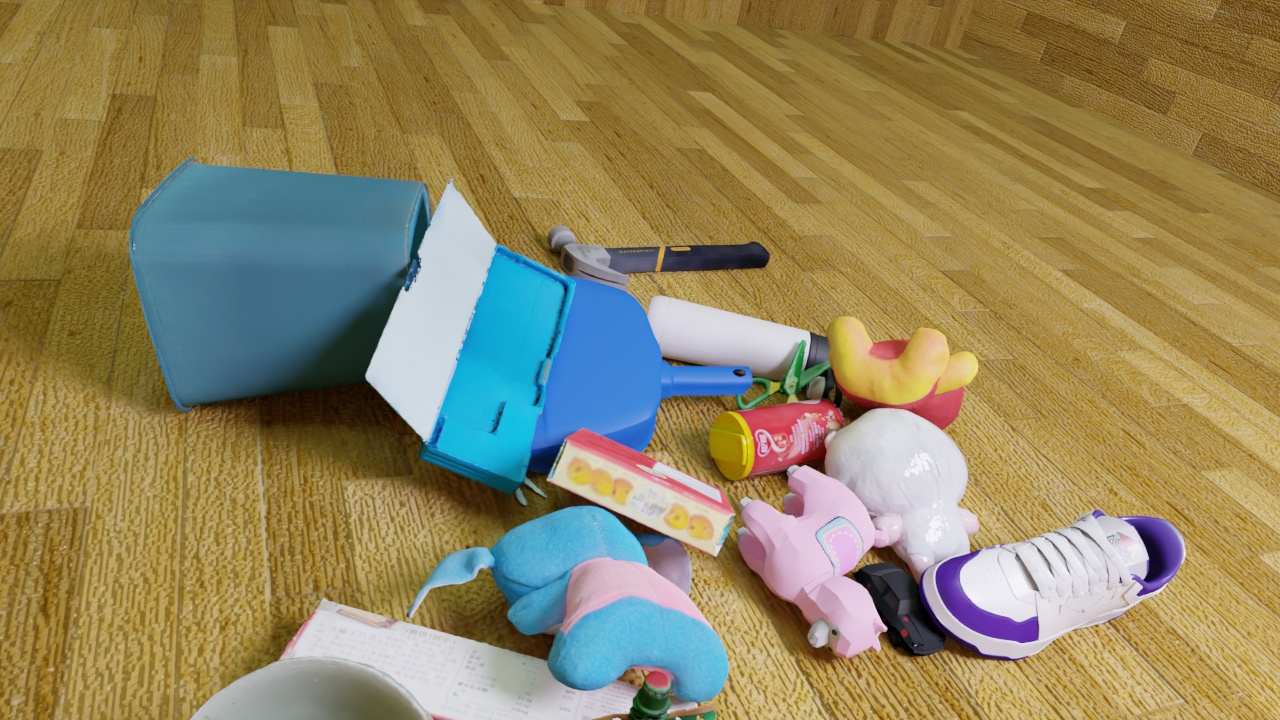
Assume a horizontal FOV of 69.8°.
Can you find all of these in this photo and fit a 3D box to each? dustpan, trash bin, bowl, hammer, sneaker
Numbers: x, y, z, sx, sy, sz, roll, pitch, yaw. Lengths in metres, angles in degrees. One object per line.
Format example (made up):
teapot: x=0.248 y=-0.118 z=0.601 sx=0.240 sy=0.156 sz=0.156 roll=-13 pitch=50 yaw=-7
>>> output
dustpan: x=-0.006 y=0.006 z=0.935 sx=0.257 sy=0.060 sz=0.245 roll=0 pitch=52 yaw=-13
trash bin: x=-0.307 y=-0.074 z=0.849 sx=0.218 sy=0.197 sz=0.198 roll=-2 pitch=33 yaw=-4
bowl: x=-0.176 y=0.255 z=0.509 sx=0.174 sy=0.068 sz=0.174 roll=-1 pitch=74 yaw=2
hammer: x=0.039 y=-0.145 z=1.272 sx=0.311 sy=0.035 sz=0.139 roll=-6 pitch=37 yaw=-27
sneaker: x=0.352 y=0.176 z=0.759 sx=0.243 sy=0.111 sz=0.091 roll=-2 pitch=54 yaw=-26

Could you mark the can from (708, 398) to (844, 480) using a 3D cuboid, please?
can: x=0.136 y=0.077 z=0.910 sx=0.124 sy=0.067 sz=0.066 roll=-6 pitch=36 yaw=-27

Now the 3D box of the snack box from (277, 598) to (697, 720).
snack box: x=-0.101 y=0.231 z=0.606 sx=0.273 sy=0.044 sz=0.076 roll=14 pitch=26 yaw=3

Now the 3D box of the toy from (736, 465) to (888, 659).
toy: x=0.152 y=0.166 z=0.760 sx=0.123 sy=0.067 sz=0.157 roll=-28 pitch=49 yaw=-26

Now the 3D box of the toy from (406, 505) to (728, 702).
toy: x=-0.041 y=0.168 z=0.648 sx=0.223 sy=0.099 sz=0.191 roll=7 pitch=13 yaw=-30

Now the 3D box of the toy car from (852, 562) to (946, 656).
toy car: x=0.217 y=0.203 z=0.762 sx=0.042 sy=0.036 sz=0.091 roll=-4 pitch=35 yaw=-25

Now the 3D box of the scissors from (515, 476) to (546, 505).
scissors: x=-0.123 y=0.088 z=0.856 sx=0.135 sy=0.016 sz=0.083 roll=33 pitch=35 yaw=28

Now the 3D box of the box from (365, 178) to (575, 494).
box: x=-0.152 y=-0.021 z=0.817 sx=0.175 sy=0.060 sz=0.242 roll=39 pitch=42 yaw=-30

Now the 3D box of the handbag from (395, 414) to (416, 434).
handbag: x=-0.170 y=0.010 z=0.906 sx=0.043 sy=0.093 sz=0.195 roll=-19 pitch=18 yaw=40

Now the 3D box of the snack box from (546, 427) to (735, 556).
snack box: x=0.002 y=0.104 z=0.761 sx=0.142 sy=0.040 sz=0.145 roll=25 pitch=0 yaw=2

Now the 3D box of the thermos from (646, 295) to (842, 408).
thermos: x=0.115 y=-0.007 z=1.047 sx=0.230 sy=0.069 sz=0.101 roll=13 pitch=44 yaw=0

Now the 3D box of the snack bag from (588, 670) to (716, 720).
snack bag: x=-0.004 y=0.236 z=0.519 sx=0.087 sy=0.155 sz=0.044 roll=1 pitch=30 yaw=-17

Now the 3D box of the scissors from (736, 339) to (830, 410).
scissors: x=0.169 y=0.033 z=0.992 sx=0.131 sy=0.012 sz=0.108 roll=-27 pitch=67 yaw=-16

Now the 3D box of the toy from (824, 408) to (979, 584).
toy: x=0.251 y=0.125 z=0.852 sx=0.138 sy=0.102 sz=0.179 roll=-3 pitch=58 yaw=-22

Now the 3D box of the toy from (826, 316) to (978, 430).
toy: x=0.270 y=0.020 z=0.961 sx=0.148 sy=0.098 sz=0.216 roll=18 pitch=-5 yaw=28
